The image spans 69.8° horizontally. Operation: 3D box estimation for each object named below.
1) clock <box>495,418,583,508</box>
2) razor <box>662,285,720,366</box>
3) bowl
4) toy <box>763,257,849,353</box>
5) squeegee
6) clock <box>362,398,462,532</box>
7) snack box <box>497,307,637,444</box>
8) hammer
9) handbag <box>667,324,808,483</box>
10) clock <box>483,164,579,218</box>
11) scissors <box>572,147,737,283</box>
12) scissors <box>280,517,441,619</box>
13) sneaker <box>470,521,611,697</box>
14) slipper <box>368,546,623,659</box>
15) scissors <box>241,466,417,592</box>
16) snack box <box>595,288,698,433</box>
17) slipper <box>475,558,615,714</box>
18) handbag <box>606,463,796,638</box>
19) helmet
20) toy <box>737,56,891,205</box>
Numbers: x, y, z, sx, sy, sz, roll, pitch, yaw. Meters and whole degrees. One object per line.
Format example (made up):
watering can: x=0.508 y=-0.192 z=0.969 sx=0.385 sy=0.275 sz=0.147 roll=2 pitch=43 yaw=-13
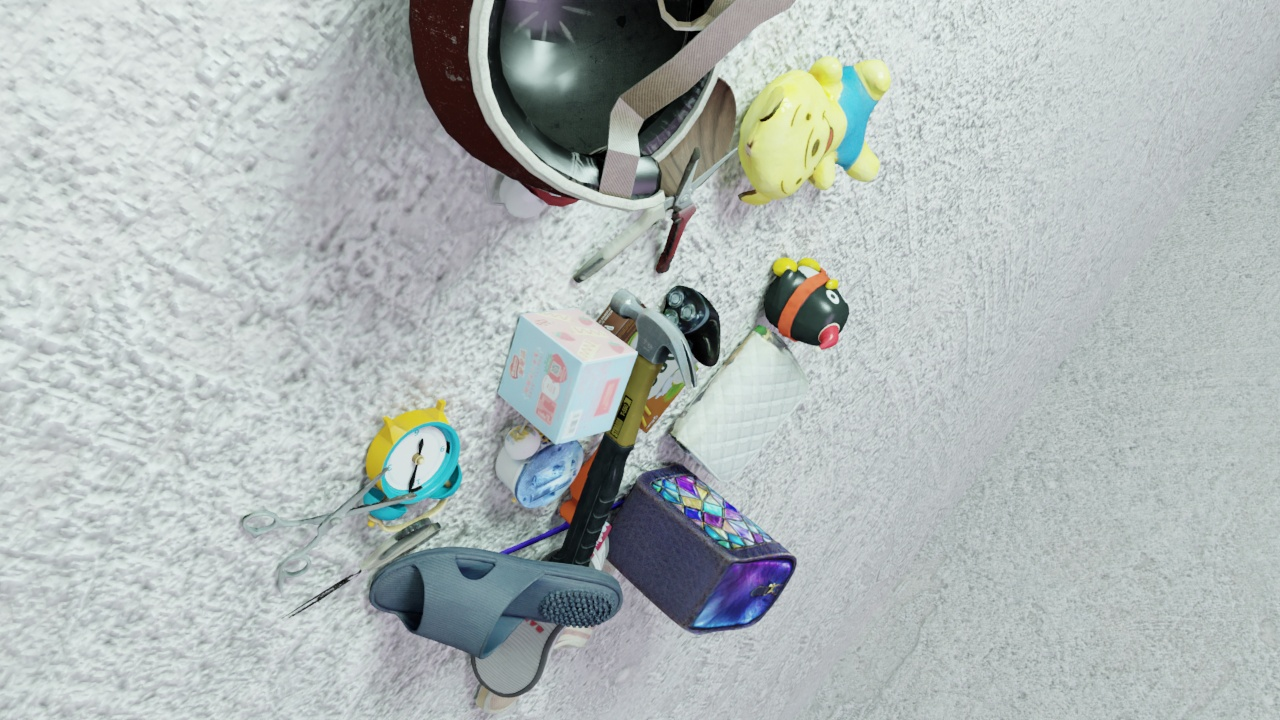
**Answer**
clock: x=-0.105 y=0.097 z=0.967 sx=0.088 sy=0.052 sz=0.126 roll=-23 pitch=137 yaw=-39
razor: x=0.062 y=-0.032 z=1.061 sx=0.063 sy=0.053 sz=0.141 roll=-34 pitch=147 yaw=-8
bowl: x=0.039 y=-0.215 z=0.868 sx=0.119 sy=0.032 sz=0.119 roll=-33 pitch=143 yaw=-29
toy: x=0.217 y=-0.065 z=1.169 sx=0.097 sy=0.119 sz=0.100 roll=-7 pitch=130 yaw=-50
squeegee: x=-0.055 y=0.143 z=1.072 sx=0.248 sy=0.055 sz=0.185 roll=-13 pitch=135 yaw=-51
clock: x=-0.209 y=0.100 z=0.847 sx=0.098 sy=0.044 sz=0.130 roll=-19 pitch=128 yaw=-42
snack box: x=-0.071 y=0.012 z=0.888 sx=0.079 sy=0.095 sz=0.093 roll=-12 pitch=129 yaw=-48
hammer: x=-0.029 y=0.100 z=0.939 sx=0.025 sy=0.118 sz=0.334 roll=-11 pitch=130 yaw=-47
handbag: x=0.129 y=0.058 z=1.220 sx=0.194 sy=0.072 sz=0.139 roll=-49 pitch=140 yaw=-6
clock: x=-0.076 y=-0.167 z=0.754 sx=0.124 sy=0.044 sz=0.087 roll=-35 pitch=144 yaw=-29
scissors: x=0.012 y=-0.129 z=0.893 sx=0.179 sy=0.015 sz=0.200 roll=-29 pitch=160 yaw=-17
scissors: x=-0.255 y=0.190 z=0.858 sx=0.163 sy=0.012 sz=0.154 roll=-21 pitch=163 yaw=-45
sneaker: x=-0.119 y=0.304 z=1.131 sx=0.264 sy=0.097 sz=0.128 roll=-56 pitch=173 yaw=23
slipper: x=-0.141 y=0.254 z=0.936 sx=0.263 sy=0.082 sz=0.101 roll=8 pitch=123 yaw=-16
scissors: x=-0.274 y=0.149 z=0.801 sx=0.141 sy=0.014 sz=0.165 roll=2 pitch=130 yaw=-30
snack box: x=-0.006 y=0.006 z=1.027 sx=0.101 sy=0.032 sz=0.186 roll=-51 pitch=148 yaw=-4
slipper: x=-0.116 y=0.370 z=1.221 sx=0.263 sy=0.052 sz=0.115 roll=-52 pitch=147 yaw=0
handbag: x=0.080 y=0.244 z=1.202 sx=0.221 sy=0.205 sz=0.125 roll=8 pitch=115 yaw=-57
helmet: x=-0.022 y=-0.215 z=0.574 sx=0.233 sy=0.253 sz=0.234 roll=2 pitch=116 yaw=-25
toy: x=0.177 y=-0.244 z=0.974 sx=0.213 sy=0.084 sz=0.149 roll=-26 pitch=132 yaw=-35
